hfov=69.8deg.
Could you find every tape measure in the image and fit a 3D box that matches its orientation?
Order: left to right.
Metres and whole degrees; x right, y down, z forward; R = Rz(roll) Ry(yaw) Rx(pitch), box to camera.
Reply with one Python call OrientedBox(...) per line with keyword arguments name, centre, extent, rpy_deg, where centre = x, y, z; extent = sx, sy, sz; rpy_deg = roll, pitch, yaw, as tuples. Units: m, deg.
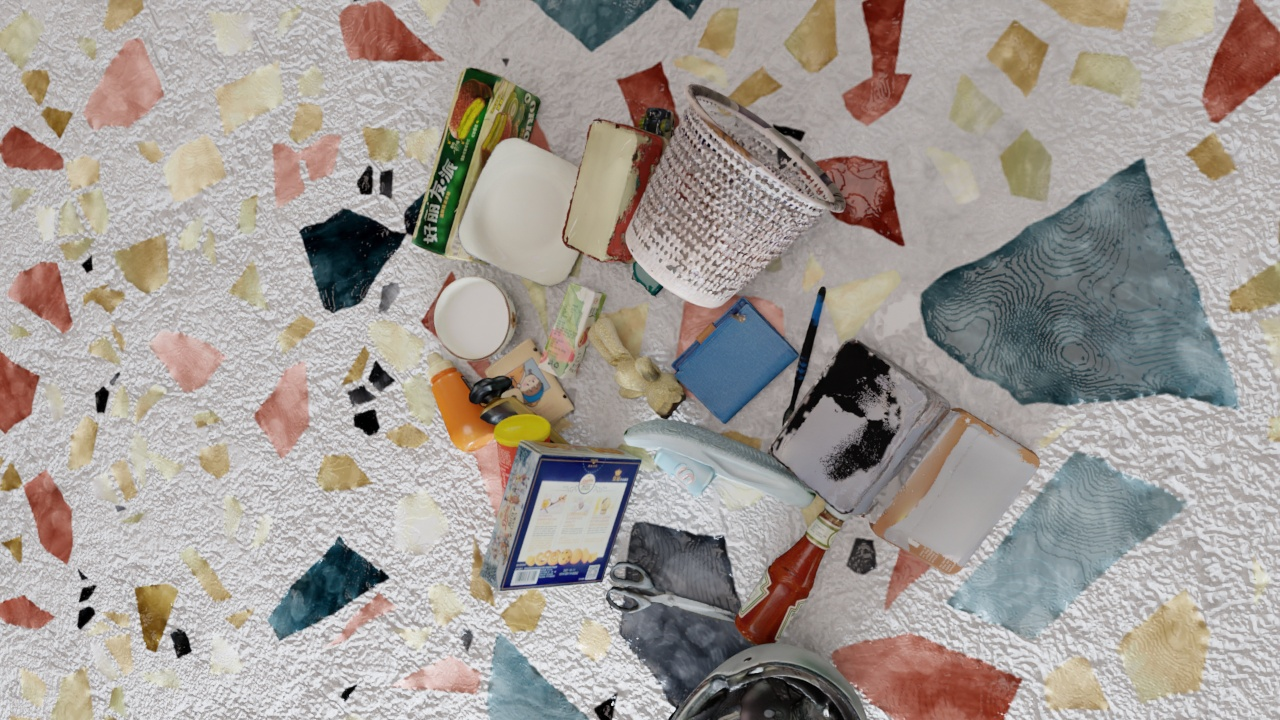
OrientedBox(name="tape measure", centre=(0.017, -0.119, 1.188), extent=(0.054, 0.025, 0.058), rpy_deg=(42, 103, 11))

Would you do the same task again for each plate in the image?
OrientedBox(name="plate", centre=(-0.145, -0.193, 1.199), extent=(0.164, 0.034, 0.163), rpy_deg=(23, 95, -25))

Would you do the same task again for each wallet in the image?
OrientedBox(name="wallet", centre=(-0.154, 0.040, 1.250), extent=(0.087, 0.024, 0.115), rpy_deg=(-33, 88, 12))
OrientedBox(name="wallet", centre=(0.116, 0.000, 1.155), extent=(0.106, 0.040, 0.133), rpy_deg=(46, 104, 2))

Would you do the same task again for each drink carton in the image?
OrientedBox(name="drink carton", centre=(-0.091, -0.040, 1.211), extent=(0.045, 0.053, 0.122), rpy_deg=(23, 98, 16))

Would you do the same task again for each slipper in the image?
OrientedBox(name="slipper", centre=(0.095, 0.135, 1.138), extent=(0.245, 0.104, 0.074), rpy_deg=(20, 100, 10))

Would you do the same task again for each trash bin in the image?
OrientedBox(name="trash bin", centre=(0.093, -0.178, 1.078), extent=(0.227, 0.226, 0.193), rpy_deg=(43, 116, 11))

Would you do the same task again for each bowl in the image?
OrientedBox(name="bowl", centre=(-0.216, -0.056, 1.246), extent=(0.113, 0.062, 0.113), rpy_deg=(0, 91, 17))

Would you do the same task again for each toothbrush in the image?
OrientedBox(name="toothbrush", centre=(0.204, 0.000, 1.139), extent=(0.014, 0.016, 0.189), rpy_deg=(15, 96, 9))

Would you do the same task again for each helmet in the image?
OrientedBox(name="helmet", centre=(0.157, 0.453, 1.101), extent=(0.230, 0.156, 0.275), rpy_deg=(31, 112, 12))

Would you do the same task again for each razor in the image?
OrientedBox(name="razor", centre=(-0.152, 0.081, 1.219), extent=(0.167, 0.062, 0.067), rpy_deg=(38, 61, -1))

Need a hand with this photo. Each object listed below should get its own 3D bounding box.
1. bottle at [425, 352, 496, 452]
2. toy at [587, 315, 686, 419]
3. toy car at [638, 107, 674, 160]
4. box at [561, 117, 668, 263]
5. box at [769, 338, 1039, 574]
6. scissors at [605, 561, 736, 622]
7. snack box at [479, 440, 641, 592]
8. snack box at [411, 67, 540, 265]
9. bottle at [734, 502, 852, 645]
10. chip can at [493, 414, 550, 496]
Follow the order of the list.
OrientedBox(name="bottle", centre=(-0.254, 0.052, 1.266), extent=(0.067, 0.066, 0.149), rpy_deg=(-37, 74, 16))
OrientedBox(name="toy", centre=(-0.007, 0.007, 1.180), extent=(0.157, 0.066, 0.105), rpy_deg=(46, 145, 5))
OrientedBox(name="toy car", centre=(0.020, -0.275, 1.172), extent=(0.042, 0.035, 0.090), rpy_deg=(17, 103, 36))
OrientedBox(name="box", centre=(-0.037, -0.211, 1.150), extent=(0.091, 0.079, 0.168), rpy_deg=(28, 111, 33))
OrientedBox(name="box", centre=(0.305, 0.114, 1.066), extent=(0.273, 0.126, 0.179), rpy_deg=(35, 102, 8))
OrientedBox(name="scissors", centre=(0.039, 0.305, 1.206), extent=(0.175, 0.014, 0.135), rpy_deg=(-23, 86, 17))
OrientedBox(name="snack box", centre=(-0.097, 0.196, 1.159), extent=(0.046, 0.177, 0.182), rpy_deg=(24, 99, 42))
OrientedBox(name="snack box", centre=(-0.215, -0.251, 1.209), extent=(0.063, 0.114, 0.240), rpy_deg=(21, 99, 18))
OrientedBox(name="bottle", centre=(0.192, 0.259, 1.133), extent=(0.060, 0.059, 0.206), rpy_deg=(34, 101, 13))
OrientedBox(name="chip can", centre=(-0.145, 0.181, 1.191), extent=(0.073, 0.073, 0.217), rpy_deg=(6, 115, 17))
